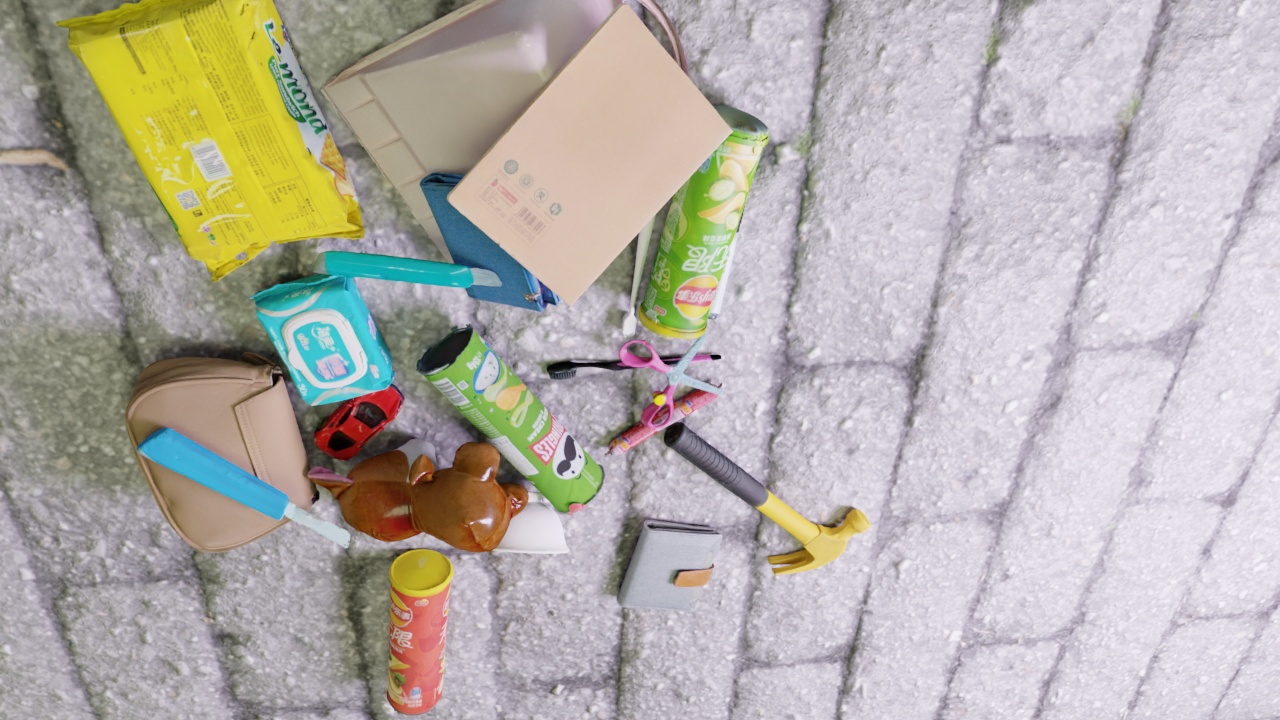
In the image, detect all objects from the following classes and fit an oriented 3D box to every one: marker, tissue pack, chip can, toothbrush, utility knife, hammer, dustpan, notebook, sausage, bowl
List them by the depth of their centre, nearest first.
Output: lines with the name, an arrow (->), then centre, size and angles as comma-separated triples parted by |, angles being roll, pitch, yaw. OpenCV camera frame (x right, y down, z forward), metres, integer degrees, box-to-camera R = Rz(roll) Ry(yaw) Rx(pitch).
notebook -> -0.037, -0.163, 0.756 | 0.208, 0.008, 0.148 | -47, 123, 3
dustpan -> -0.100, -0.220, 0.827 | 0.274, 0.138, 0.223 | -8, 129, 29
utility knife -> -0.212, -0.081, 0.833 | 0.176, 0.013, 0.029 | 7, 128, 3
chip can -> 0.058, -0.129, 0.872 | 0.072, 0.072, 0.222 | 8, 120, -14
utility knife -> -0.370, 0.127, 0.878 | 0.218, 0.018, 0.034 | 38, 96, -28
tissue pack -> -0.305, -0.024, 0.888 | 0.093, 0.050, 0.133 | -17, 122, 2
toothbrush -> 0.000, -0.105, 0.913 | 0.016, 0.016, 0.180 | 3, 119, -14
marker -> 0.082, -0.102, 0.926 | 0.022, 0.018, 0.131 | 18, 120, 9
chip can -> -0.130, 0.066, 0.961 | 0.072, 0.072, 0.236 | -33, 121, 11
toothbrush -> -0.006, 0.006, 0.980 | 0.189, 0.014, 0.018 | -4, 132, -8
sausage -> 0.024, 0.066, 1.019 | 0.156, 0.020, 0.020 | -31, 121, 9
bowl -> -0.137, 0.178, 1.025 | 0.118, 0.118, 0.064 | 6, 83, -13
hammer -> 0.140, 0.163, 1.091 | 0.129, 0.032, 0.300 | -43, 119, 15
chip can -> -0.268, 0.329, 1.102 | 0.073, 0.073, 0.217 | 4, 122, -12

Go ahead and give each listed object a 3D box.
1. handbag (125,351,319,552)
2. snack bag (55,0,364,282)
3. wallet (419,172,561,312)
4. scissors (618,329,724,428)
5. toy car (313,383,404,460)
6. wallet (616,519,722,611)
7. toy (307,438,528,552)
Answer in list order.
handbag -> -0.413, 0.086, 0.914 | 0.147, 0.099, 0.205 | -11, 123, -12
snack bag -> -0.350, -0.191, 0.768 | 0.158, 0.068, 0.247 | -16, 124, 0
wallet -> -0.131, -0.107, 0.824 | 0.106, 0.040, 0.133 | 9, 139, 26
scissors -> 0.030, 0.017, 0.975 | 0.134, 0.017, 0.134 | 25, 115, -21
toy car -> -0.293, 0.062, 0.956 | 0.106, 0.031, 0.049 | -41, 120, 13
wallet -> 0.038, 0.258, 1.130 | 0.106, 0.037, 0.130 | 9, 120, -14
toy -> -0.228, 0.135, 0.951 | 0.200, 0.130, 0.140 | -7, 140, 15
